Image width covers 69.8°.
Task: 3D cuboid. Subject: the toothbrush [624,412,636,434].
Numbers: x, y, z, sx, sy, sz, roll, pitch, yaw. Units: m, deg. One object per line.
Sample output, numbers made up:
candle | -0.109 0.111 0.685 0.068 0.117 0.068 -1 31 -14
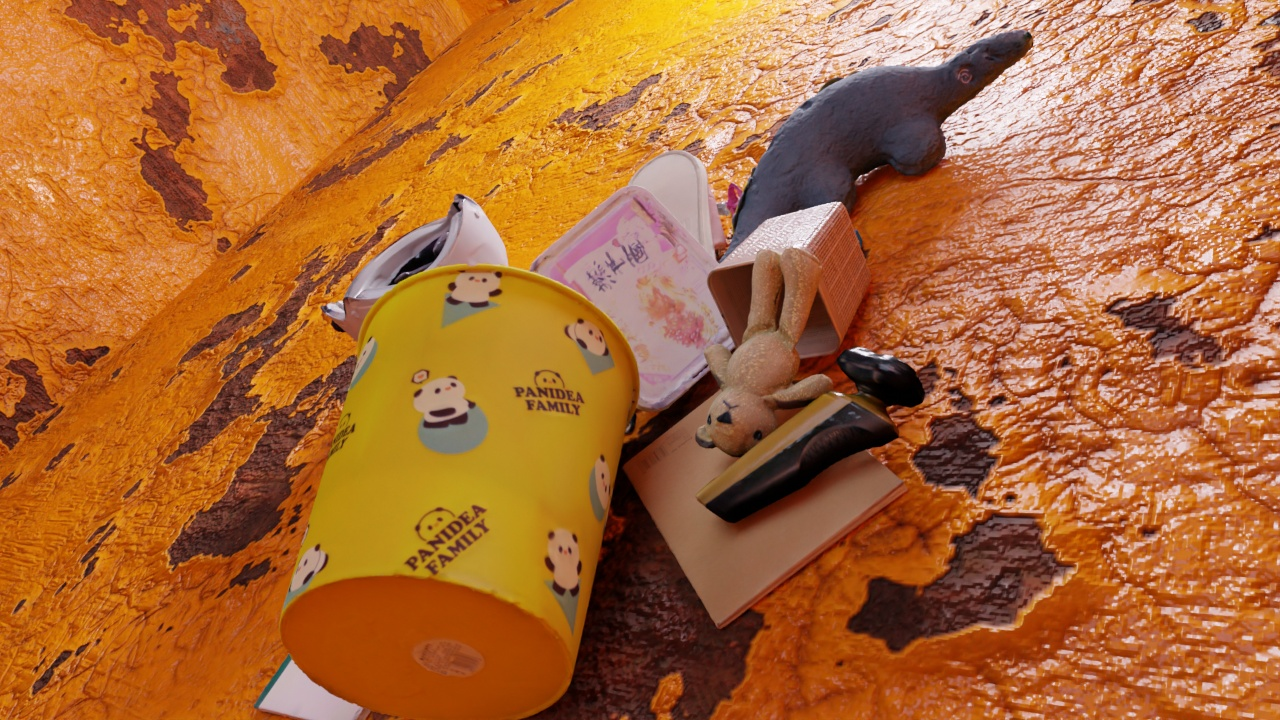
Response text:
toothbrush | -0.005 0.005 0.863 0.016 0.018 0.180 -30 27 26

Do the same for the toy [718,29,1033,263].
toy | 0.203 -0.209 0.880 0.356 0.091 0.137 -36 41 5

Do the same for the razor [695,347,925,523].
razor | 0.109 0.052 0.611 0.168 0.062 0.067 -37 61 12

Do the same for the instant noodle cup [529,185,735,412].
instant noodle cup | 0.002 -0.050 0.807 0.138 0.173 0.060 -41 -11 -9

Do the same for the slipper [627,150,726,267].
slipper | 0.037 -0.126 0.967 0.114 0.054 0.273 -29 41 20

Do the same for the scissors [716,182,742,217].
scissors | 0.091 -0.164 0.973 0.017 0.064 0.135 -26 19 -7

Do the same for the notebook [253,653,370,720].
notebook | -0.234 0.216 0.800 0.151 0.012 0.208 -10 38 39

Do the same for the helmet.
helmet | -0.253 -0.082 1.123 0.228 0.146 0.259 -45 21 -18

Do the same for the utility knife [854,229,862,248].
utility knife | 0.109 -0.062 0.836 0.203 0.018 0.034 -28 18 16

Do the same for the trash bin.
trash bin | -0.123 0.097 0.656 0.230 0.229 0.254 -22 37 24

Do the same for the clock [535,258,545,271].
clock | -0.075 -0.072 0.983 0.055 0.082 0.122 -39 30 -14

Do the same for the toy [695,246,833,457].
toy | 0.087 -0.005 0.654 0.105 0.066 0.157 16 90 30

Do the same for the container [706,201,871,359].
container | 0.126 -0.066 0.740 0.090 0.090 0.110 -10 26 38

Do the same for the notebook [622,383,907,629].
notebook | 0.075 0.083 0.666 0.149 0.012 0.211 -37 29 -1
